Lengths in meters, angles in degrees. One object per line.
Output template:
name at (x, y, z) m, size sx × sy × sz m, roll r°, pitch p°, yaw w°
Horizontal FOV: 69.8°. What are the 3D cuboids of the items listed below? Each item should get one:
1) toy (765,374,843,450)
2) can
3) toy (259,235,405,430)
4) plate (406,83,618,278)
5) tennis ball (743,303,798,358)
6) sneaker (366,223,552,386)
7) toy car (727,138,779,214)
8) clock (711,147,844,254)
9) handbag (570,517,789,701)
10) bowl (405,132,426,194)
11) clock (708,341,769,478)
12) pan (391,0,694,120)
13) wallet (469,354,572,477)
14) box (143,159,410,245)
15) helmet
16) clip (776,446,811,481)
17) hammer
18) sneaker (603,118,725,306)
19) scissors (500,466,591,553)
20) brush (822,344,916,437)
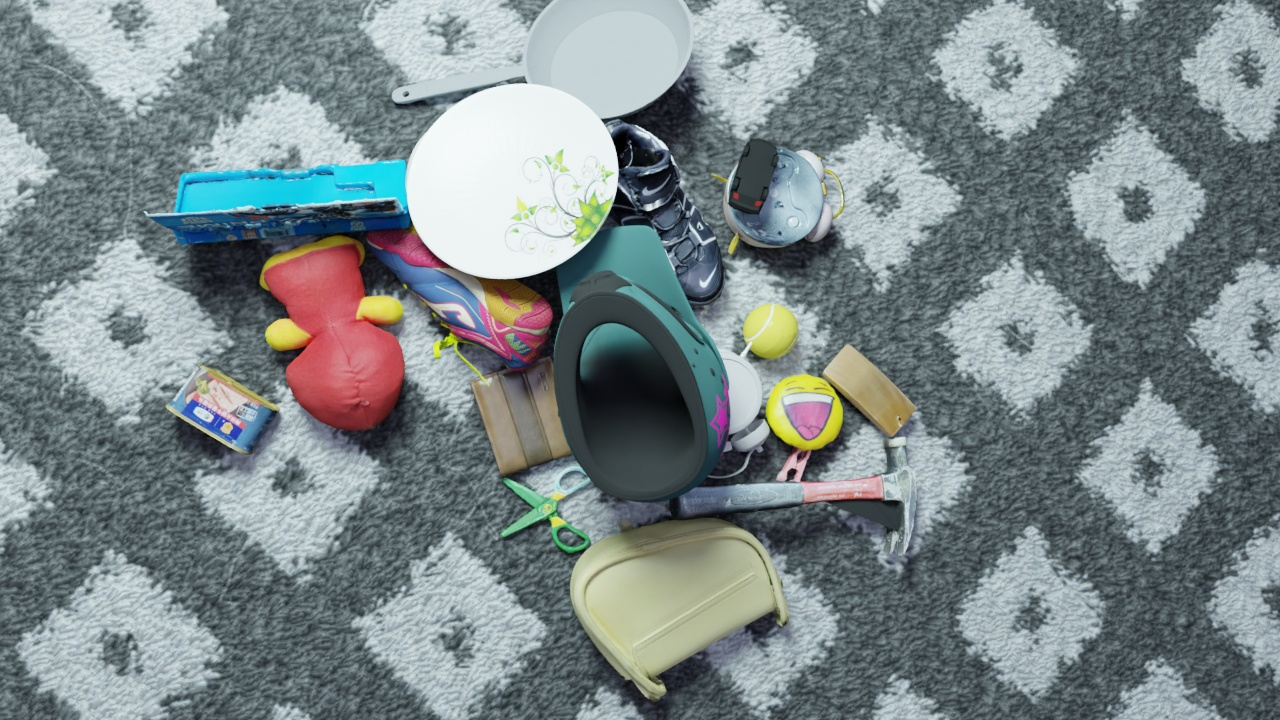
toy at (0.196, 0.061, 1.098) m, size 0.095 × 0.041 × 0.094 m, roll 1°, pitch 72°, yaw -9°
can at (-0.452, 0.052, 0.997) m, size 0.100 × 0.054 × 0.059 m, roll 32°, pitch 81°, yaw -6°
toy at (-0.333, -0.027, 1.002) m, size 0.147 × 0.099 × 0.216 m, roll -21°, pitch 85°, yaw -2°
plate at (-0.136, -0.190, 0.990) m, size 0.229 × 0.030 × 0.229 m, roll -2°, pitch 74°, yaw 6°
tennis ball at (0.155, -0.035, 1.089) m, size 0.065 × 0.065 × 0.065 m, roll 1°, pitch 86°, yaw -9°
sneaker at (-0.212, -0.068, 1.022) m, size 0.242 × 0.116 × 0.091 m, roll 33°, pitch 126°, yaw 15°
toy car at (0.129, -0.210, 1.052) m, size 0.042 × 0.036 × 0.091 m, roll 19°, pitch 74°, yaw -3°
clock at (0.172, -0.194, 1.105) m, size 0.158 × 0.059 × 0.117 m, roll -12°, pitch 88°, yaw -9°
handbag at (0.044, 0.264, 1.050) m, size 0.232 × 0.089 × 0.191 m, roll -24°, pitch 96°, yaw -13°
bowl at (-0.177, -0.189, 1.044) m, size 0.176 × 0.058 × 0.176 m, roll 3°, pitch 77°, yaw -16°
clock at (0.090, 0.058, 1.080) m, size 0.120 × 0.061 × 0.159 m, roll -2°, pitch 91°, yaw -8°
pan at (-0.112, -0.339, 1.064) m, size 0.357 × 0.051 × 0.200 m, roll -14°, pitch 67°, yaw 7°
wallet at (-0.133, 0.063, 1.056) m, size 0.098 × 0.027 × 0.121 m, roll -18°, pitch 91°, yaw -8°
box at (-0.373, -0.158, 0.981) m, size 0.243 × 0.170 × 0.070 m, roll -6°, pitch 116°, yaw -9°
helmet at (-0.006, 0.006, 0.956) m, size 0.176 × 0.200 × 0.275 m, roll -15°, pitch 104°, yaw 9°
clip at (0.190, 0.129, 1.107) m, size 0.060 × 0.023 × 0.044 m, roll -43°, pitch 98°, yaw -7°
hammer at (0.183, 0.162, 1.051) m, size 0.325 × 0.036 × 0.140 m, roll 0°, pitch 81°, yaw -25°
sneaker at (0.023, -0.176, 1.035) m, size 0.097 × 0.151 × 0.252 m, roll -41°, pitch 94°, yaw -10°
scissors at (-0.103, 0.167, 1.064) m, size 0.125 × 0.011 × 0.130 m, roll 37°, pitch 80°, yaw -6°
brush at (0.275, 0.037, 1.116) m, size 0.117 × 0.039 × 0.049 m, roll 43°, pitch 82°, yaw -5°
